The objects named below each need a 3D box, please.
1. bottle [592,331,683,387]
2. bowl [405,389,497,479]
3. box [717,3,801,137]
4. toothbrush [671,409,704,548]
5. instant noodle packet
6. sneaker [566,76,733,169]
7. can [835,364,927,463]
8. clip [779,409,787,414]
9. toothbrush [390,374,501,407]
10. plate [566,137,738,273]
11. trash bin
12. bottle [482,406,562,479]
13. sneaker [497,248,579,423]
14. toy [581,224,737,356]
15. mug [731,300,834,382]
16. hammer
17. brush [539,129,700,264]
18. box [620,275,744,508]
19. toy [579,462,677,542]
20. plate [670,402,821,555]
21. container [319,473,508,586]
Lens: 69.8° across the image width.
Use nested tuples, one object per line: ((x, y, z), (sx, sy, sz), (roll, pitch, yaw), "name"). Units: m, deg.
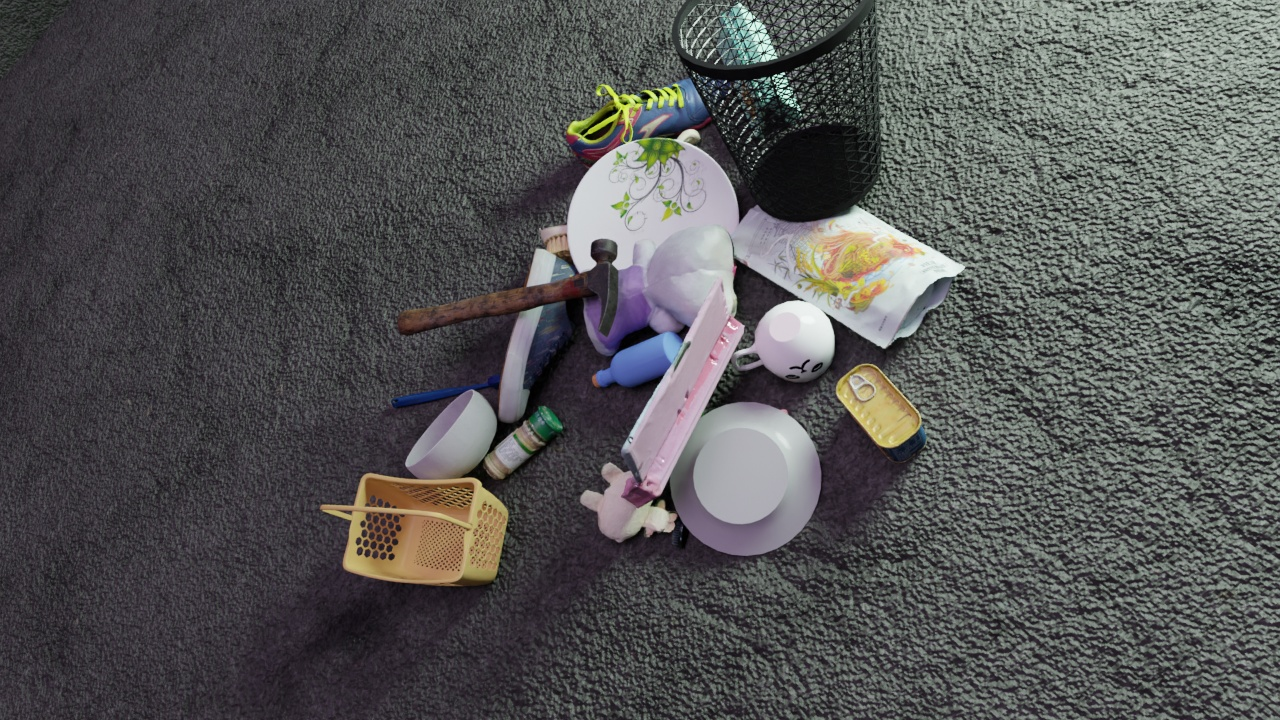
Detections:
((-0.007, 0.007, 1.141), (0.131, 0.048, 0.048), (-22, 58, 35), "bottle")
((-0.235, 0.107, 1.185), (0.132, 0.064, 0.131), (-42, 17, 16), "bowl")
((0.142, -0.387, 1.240), (0.079, 0.077, 0.188), (-33, 57, 29), "box")
((0.059, 0.127, 1.078), (0.017, 0.014, 0.187), (-3, 66, 34), "toothbrush")
((0.230, -0.128, 1.083), (0.146, 0.057, 0.269), (-45, 54, -8), "instant noodle packet")
((0.010, -0.343, 1.269), (0.242, 0.091, 0.116), (-24, 56, 14), "sneaker")
((0.259, 0.057, 0.982), (0.054, 0.059, 0.099), (-39, 57, 6), "can")
((0.146, 0.078, 1.052), (0.058, 0.022, 0.035), (-26, 55, 12), "clip")
((-0.269, 0.043, 1.278), (0.190, 0.017, 0.016), (-11, 62, 22), "toothbrush")
((0.017, -0.177, 1.209), (0.230, 0.030, 0.229), (-1, 84, 13), "plate")
((0.177, -0.304, 1.056), (0.217, 0.243, 0.216), (-13, 49, 15), "trash bin")
((-0.152, 0.107, 1.176), (0.110, 0.042, 0.042), (-41, 56, 6), "bottle")
((-0.131, -0.028, 1.208), (0.079, 0.087, 0.235), (15, 81, -9), "sneaker")
((0.020, -0.091, 1.140), (0.210, 0.085, 0.137), (-17, 81, 18), "toy")
((0.161, -0.017, 1.054), (0.124, 0.076, 0.090), (-21, 60, 17), "mug")
((-0.177, -0.065, 1.166), (0.331, 0.033, 0.119), (-10, 67, 26), "hammer")
((-0.025, -0.224, 1.260), (0.272, 0.062, 0.077), (-39, 83, 0), "brush")
((0.049, 0.042, 1.012), (0.055, 0.180, 0.232), (26, 69, 10), "box")
((-0.013, 0.170, 1.073), (0.112, 0.050, 0.087), (27, 76, 0), "toy")
((0.113, 0.130, 1.026), (0.173, 0.019, 0.172), (-5, 75, 18), "plate")
((-0.276, 0.206, 1.117), (0.184, 0.167, 0.129), (-1, 67, 26), "container")
